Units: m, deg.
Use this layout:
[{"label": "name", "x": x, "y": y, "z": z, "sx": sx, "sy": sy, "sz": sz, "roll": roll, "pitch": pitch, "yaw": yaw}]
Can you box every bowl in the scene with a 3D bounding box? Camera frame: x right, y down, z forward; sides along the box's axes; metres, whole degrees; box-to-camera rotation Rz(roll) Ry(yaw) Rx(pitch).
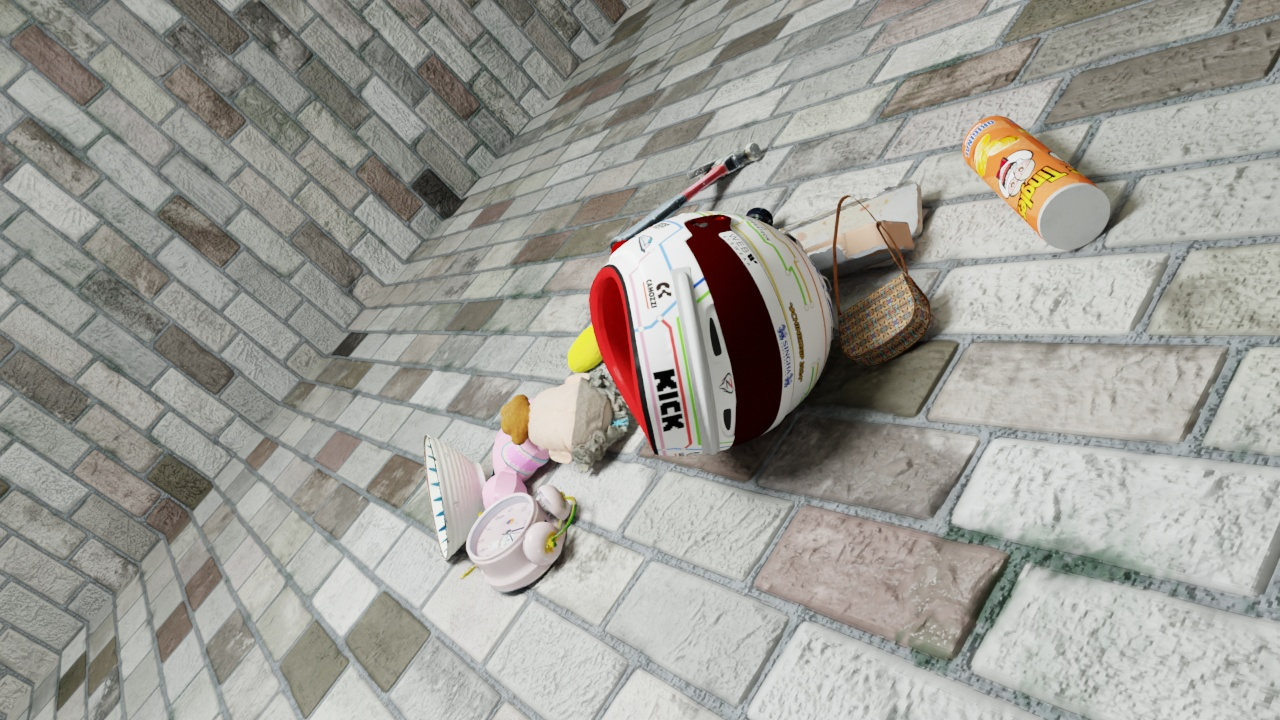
[{"label": "bowl", "x": -0.254, "y": 0.185, "z": 1.283, "sx": 0.070, "sy": 0.177, "sz": 0.177, "roll": -8, "pitch": 16, "yaw": -19}]

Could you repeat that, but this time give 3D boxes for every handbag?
[{"label": "handbag", "x": 0.235, "y": -0.089, "z": 0.944, "sx": 0.094, "sy": 0.043, "sz": 0.195, "roll": -37, "pitch": 48, "yaw": 37}]

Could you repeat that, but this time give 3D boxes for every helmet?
[{"label": "helmet", "x": 0.081, "y": -0.035, "z": 0.944, "sx": 0.236, "sy": 0.231, "sz": 0.314, "roll": -14, "pitch": 21, "yaw": -8}]

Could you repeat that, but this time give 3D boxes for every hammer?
[{"label": "hammer", "x": 0.057, "y": -0.251, "z": 1.453, "sx": 0.141, "sy": 0.036, "sz": 0.325, "roll": -15, "pitch": 21, "yaw": 50}]

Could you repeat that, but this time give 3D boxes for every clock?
[{"label": "clock", "x": -0.139, "y": 0.210, "z": 1.103, "sx": 0.158, "sy": 0.059, "sz": 0.116, "roll": -23, "pitch": 32, "yaw": 25}]

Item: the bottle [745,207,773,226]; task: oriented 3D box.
[{"label": "bottle", "x": 0.143, "y": -0.143, "z": 1.226, "sx": 0.056, "sy": 0.056, "sz": 0.160, "roll": -23, "pitch": 32, "yaw": 40}]

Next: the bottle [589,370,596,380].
[{"label": "bottle", "x": -0.105, "y": 0.058, "z": 1.332, "sx": 0.123, "sy": 0.033, "sz": 0.033, "roll": -40, "pitch": 25, "yaw": 11}]

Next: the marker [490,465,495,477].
[{"label": "marker", "x": -0.213, "y": 0.151, "z": 1.377, "sx": 0.122, "sy": 0.015, "sz": 0.018, "roll": -87, "pitch": 12, "yaw": -54}]

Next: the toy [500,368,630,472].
[{"label": "toy", "x": -0.097, "y": 0.078, "z": 1.182, "sx": 0.176, "sy": 0.076, "sz": 0.132, "roll": 3, "pitch": 66, "yaw": 17}]

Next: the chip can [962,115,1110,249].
[{"label": "chip can", "x": 0.381, "y": -0.180, "z": 0.900, "sx": 0.062, "sy": 0.062, "sz": 0.210, "roll": -37, "pitch": 26, "yaw": 18}]

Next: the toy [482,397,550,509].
[{"label": "toy", "x": -0.162, "y": 0.135, "z": 1.247, "sx": 0.124, "sy": 0.067, "sz": 0.157, "roll": -41, "pitch": 27, "yaw": 33}]

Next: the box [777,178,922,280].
[{"label": "box", "x": 0.215, "y": -0.141, "z": 1.074, "sx": 0.120, "sy": 0.094, "sz": 0.218, "roll": -10, "pitch": -6, "yaw": -45}]

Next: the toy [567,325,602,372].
[{"label": "toy", "x": -0.077, "y": -0.022, "z": 1.403, "sx": 0.094, "sy": 0.041, "sz": 0.095, "roll": -25, "pitch": 31, "yaw": 47}]
